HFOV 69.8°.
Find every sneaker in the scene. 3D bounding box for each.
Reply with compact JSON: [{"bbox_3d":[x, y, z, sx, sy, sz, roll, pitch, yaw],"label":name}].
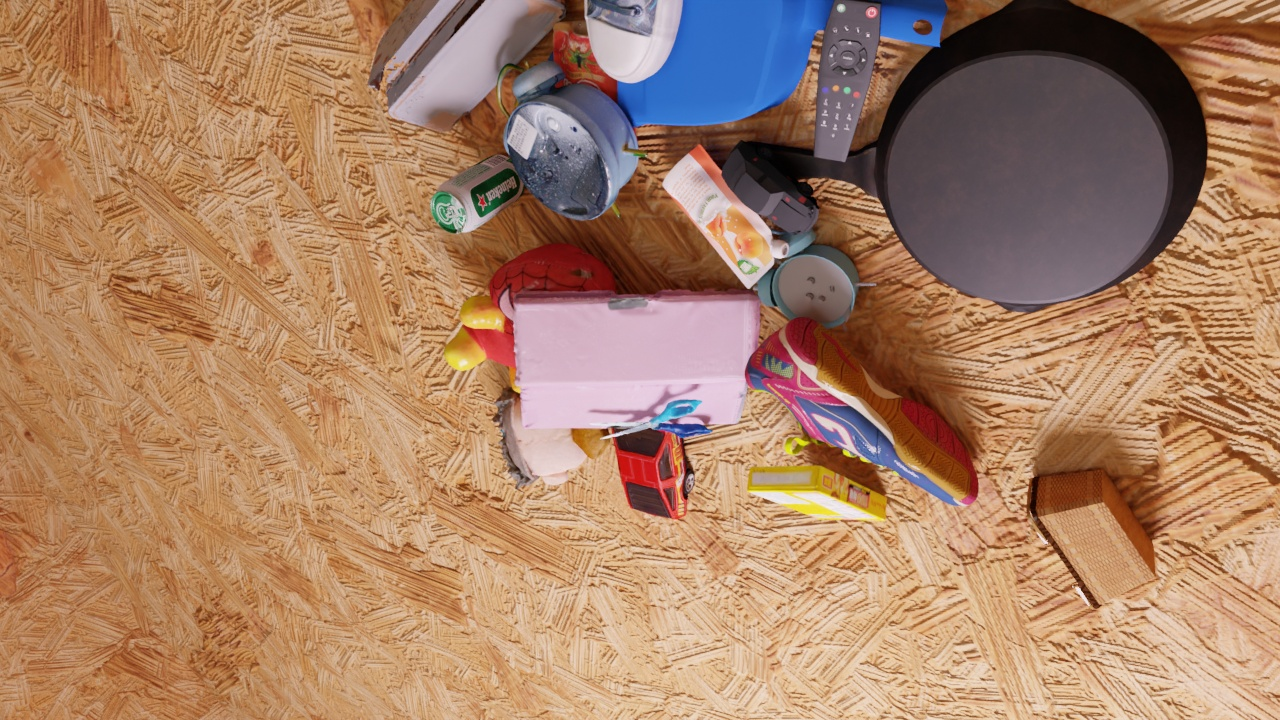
[{"bbox_3d":[-0.020,-0.316,0.668,0.087,0.079,0.236,26,133,27],"label":"sneaker"},{"bbox_3d":[0.199,0.059,0.831,0.242,0.116,0.091,39,126,-9],"label":"sneaker"}]

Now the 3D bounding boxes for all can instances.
[{"bbox_3d":[-0.159,-0.166,0.910,0.053,0.100,0.053,18,129,23],"label":"can"}]

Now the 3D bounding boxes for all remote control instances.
[{"bbox_3d":[0.149,-0.204,0.673,0.039,0.010,0.125,13,135,12],"label":"remote control"}]

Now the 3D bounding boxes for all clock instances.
[{"bbox_3d":[-0.072,-0.198,0.817,0.162,0.059,0.118,41,147,3],"label":"clock"},{"bbox_3d":[0.140,-0.075,0.814,0.123,0.041,0.088,32,133,9],"label":"clock"}]

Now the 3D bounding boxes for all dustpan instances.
[{"bbox_3d":[0.100,-0.270,0.693,0.258,0.059,0.246,25,132,30],"label":"dustpan"}]

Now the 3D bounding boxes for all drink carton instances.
[{"bbox_3d":[0.075,-0.125,0.809,0.122,0.038,0.069,52,144,6],"label":"drink carton"}]

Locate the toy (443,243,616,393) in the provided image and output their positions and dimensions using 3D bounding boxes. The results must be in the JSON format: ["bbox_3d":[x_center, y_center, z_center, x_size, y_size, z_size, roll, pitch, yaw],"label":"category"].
[{"bbox_3d":[-0.110,-0.047,0.956,0.147,0.098,0.217,17,145,-28],"label":"toy"}]

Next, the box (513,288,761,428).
[{"bbox_3d":[-0.004,0.011,0.889,0.233,0.059,0.180,-2,126,-4],"label":"box"}]

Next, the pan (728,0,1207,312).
[{"bbox_3d":[0.226,-0.143,0.706,0.357,0.043,0.249,8,125,29],"label":"pan"}]

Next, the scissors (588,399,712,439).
[{"bbox_3d":[0.015,0.070,0.935,0.132,0.015,0.110,-20,148,25],"label":"scissors"}]

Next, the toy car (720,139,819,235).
[{"bbox_3d":[0.106,-0.139,0.759,0.091,0.036,0.042,44,143,8],"label":"toy car"}]

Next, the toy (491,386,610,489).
[{"bbox_3d":[-0.100,0.081,1.066,0.176,0.076,0.133,-3,105,38],"label":"toy"}]

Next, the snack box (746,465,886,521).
[{"bbox_3d":[0.173,0.129,0.884,0.075,0.025,0.152,-6,159,37],"label":"snack box"}]

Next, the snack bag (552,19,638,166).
[{"bbox_3d":[-0.039,-0.229,0.835,0.087,0.044,0.155,18,135,22],"label":"snack bag"}]

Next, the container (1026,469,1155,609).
[{"bbox_3d":[0.392,0.149,0.793,0.061,0.063,0.114,-30,101,36],"label":"container"}]

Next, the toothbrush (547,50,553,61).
[{"bbox_3d":[-0.092,-0.248,0.866,0.021,0.016,0.133,36,135,2],"label":"toothbrush"}]

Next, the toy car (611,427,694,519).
[{"bbox_3d":[0.009,0.092,1.015,0.082,0.056,0.190,9,122,28],"label":"toy car"}]

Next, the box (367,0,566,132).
[{"bbox_3d":[-0.161,-0.300,0.847,0.107,0.094,0.217,36,138,-26],"label":"box"}]
